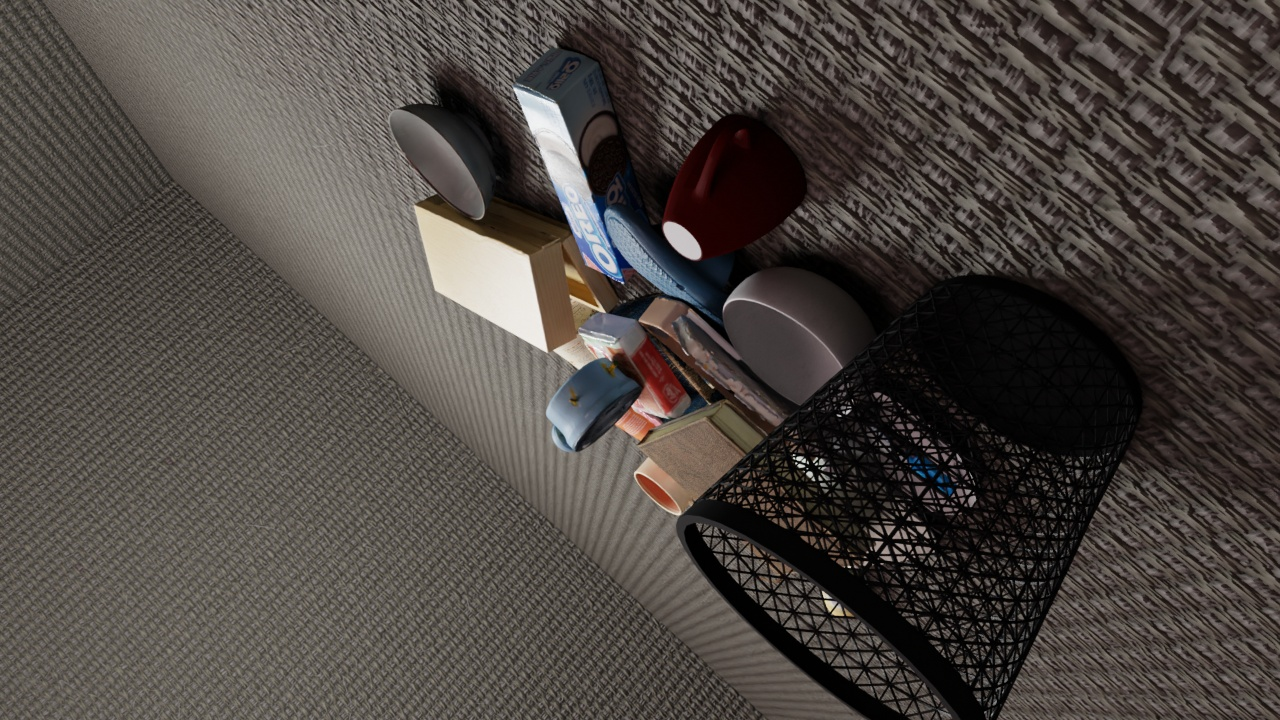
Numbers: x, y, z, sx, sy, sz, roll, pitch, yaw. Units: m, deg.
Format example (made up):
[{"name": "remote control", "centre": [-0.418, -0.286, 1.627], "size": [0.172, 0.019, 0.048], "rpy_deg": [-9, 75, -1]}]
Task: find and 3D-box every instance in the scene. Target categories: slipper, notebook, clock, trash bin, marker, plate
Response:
[{"name": "slipper", "centre": [0.052, -0.076, 0.819], "size": [0.213, 0.059, 0.104], "rpy_deg": [36, 174, -25]}, {"name": "notebook", "centre": [0.101, 0.138, 0.915], "size": [0.215, 0.034, 0.191], "rpy_deg": [43, 148, -10]}, {"name": "clock", "centre": [-0.048, 0.046, 0.893], "size": [0.051, 0.088, 0.125], "rpy_deg": [44, 158, 11]}, {"name": "trash bin", "centre": [0.184, 0.086, 0.597], "size": [0.217, 0.242, 0.217], "rpy_deg": [38, 161, 15]}, {"name": "marker", "centre": [0.221, 0.072, 0.790], "size": [0.123, 0.015, 0.018], "rpy_deg": [42, 163, 8]}, {"name": "plate", "centre": [0.231, 0.073, 0.831], "size": [0.173, 0.019, 0.173], "rpy_deg": [38, 161, 15]}]

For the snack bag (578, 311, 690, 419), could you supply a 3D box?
[{"name": "snack bag", "centre": [-0.005, 0.005, 0.914], "size": [0.077, 0.036, 0.116], "rpy_deg": [15, 146, 53]}]

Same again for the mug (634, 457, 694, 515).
[{"name": "mug", "centre": [0.066, 0.145, 1.197], "size": [0.111, 0.104, 0.085], "rpy_deg": [35, 160, 22]}]

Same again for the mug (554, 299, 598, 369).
[{"name": "mug", "centre": [-0.045, -0.023, 1.135], "size": [0.122, 0.080, 0.097], "rpy_deg": [-11, 134, 42]}]

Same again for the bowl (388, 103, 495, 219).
[{"name": "bowl", "centre": [-0.205, -0.230, 1.010], "size": [0.151, 0.056, 0.151], "rpy_deg": [39, 161, 15]}]

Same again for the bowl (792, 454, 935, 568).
[{"name": "bowl", "centre": [0.215, 0.170, 0.960], "size": [0.177, 0.070, 0.177], "rpy_deg": [37, 168, 9]}]

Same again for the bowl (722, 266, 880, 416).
[{"name": "bowl", "centre": [0.137, -0.023, 0.742], "size": [0.132, 0.064, 0.132], "rpy_deg": [38, 161, 15]}]

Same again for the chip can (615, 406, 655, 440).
[{"name": "chip can", "centre": [0.027, 0.078, 1.121], "size": [0.210, 0.062, 0.062], "rpy_deg": [33, 164, -13]}]

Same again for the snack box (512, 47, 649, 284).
[{"name": "snack box", "centre": [-0.044, -0.166, 0.819], "size": [0.059, 0.059, 0.227], "rpy_deg": [28, 156, 30]}]

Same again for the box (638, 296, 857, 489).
[{"name": "box", "centre": [0.099, 0.032, 0.830], "size": [0.216, 0.058, 0.154], "rpy_deg": [41, 178, -21]}]

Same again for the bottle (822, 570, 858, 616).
[{"name": "bottle", "centre": [0.245, 0.265, 1.162], "size": [0.056, 0.056, 0.162], "rpy_deg": [26, 154, 43]}]

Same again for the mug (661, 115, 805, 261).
[{"name": "mug", "centre": [0.057, -0.121, 0.653], "size": [0.087, 0.088, 0.114], "rpy_deg": [37, 161, 20]}]

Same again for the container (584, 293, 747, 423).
[{"name": "container", "centre": [0.038, 0.002, 0.993], "size": [0.145, 0.071, 0.188], "rpy_deg": [49, 161, -15]}]

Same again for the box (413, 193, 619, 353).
[{"name": "box", "centre": [-0.151, -0.129, 1.099], "size": [0.249, 0.122, 0.141], "rpy_deg": [26, 132, 42]}]

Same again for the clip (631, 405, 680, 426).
[{"name": "clip", "centre": [0.019, 0.052, 1.001], "size": [0.059, 0.038, 0.022], "rpy_deg": [29, 161, 33]}]
